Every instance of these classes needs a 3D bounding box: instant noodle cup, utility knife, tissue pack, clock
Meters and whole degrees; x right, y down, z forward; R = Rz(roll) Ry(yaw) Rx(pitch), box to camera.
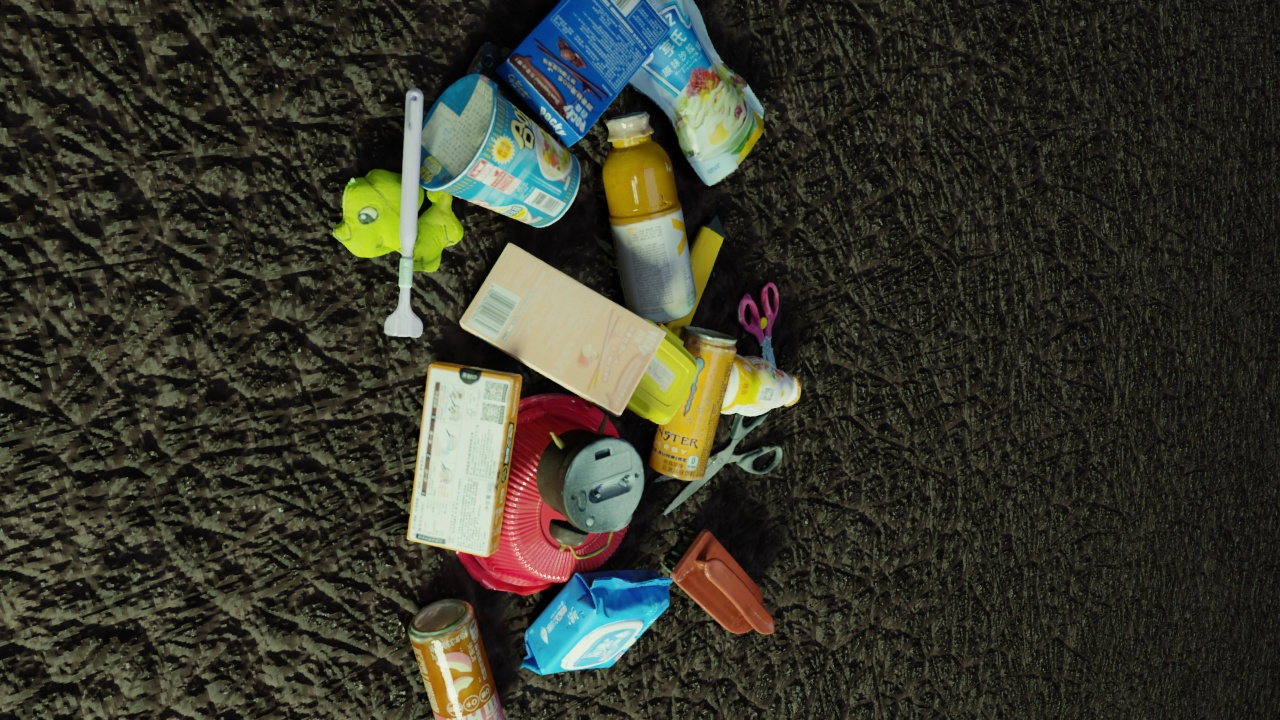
[{"bbox_3d":[-0.075,0.129,0.835,0.193,0.066,0.194,-9,105,-35],"label":"instant noodle cup"},{"bbox_3d":[0.041,-0.056,0.917,0.033,0.015,0.193,26,84,-37],"label":"utility knife"},{"bbox_3d":[-0.043,0.245,0.849,0.094,0.052,0.158,5,136,-37],"label":"tissue pack"},{"bbox_3d":[-0.109,-0.160,0.740,0.109,0.099,0.099,25,83,-45],"label":"instant noodle cup"},{"bbox_3d":[-0.043,0.112,0.780,0.081,0.055,0.122,-15,108,-35],"label":"clock"}]

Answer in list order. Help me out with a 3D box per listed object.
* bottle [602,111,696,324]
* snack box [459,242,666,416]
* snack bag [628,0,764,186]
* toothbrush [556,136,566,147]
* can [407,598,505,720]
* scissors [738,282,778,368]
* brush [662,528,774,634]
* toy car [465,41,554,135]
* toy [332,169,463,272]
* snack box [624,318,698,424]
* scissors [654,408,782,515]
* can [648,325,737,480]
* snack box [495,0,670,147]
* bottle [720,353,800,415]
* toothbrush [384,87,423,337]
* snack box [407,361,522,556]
[{"bbox_3d":[0.005,-0.130,0.843,0.067,0.068,0.190,-23,112,-32],"label":"bottle"},{"bbox_3d":[-0.065,-0.026,0.783,0.157,0.026,0.084,30,78,0],"label":"snack box"},{"bbox_3d":[0.043,-0.268,0.866,0.110,0.039,0.191,-49,120,-13],"label":"snack bag"},{"bbox_3d":[-0.063,-0.221,0.809,0.017,0.014,0.189,3,98,-50],"label":"toothbrush"},{"bbox_3d":[-0.158,0.285,0.806,0.057,0.058,0.147,-23,112,-32],"label":"can"},{"bbox_3d":[0.143,-0.023,1.003,0.077,0.017,0.138,-44,126,-33],"label":"scissors"},{"bbox_3d":[0.091,0.245,0.978,0.063,0.069,0.146,-51,124,-17],"label":"brush"},{"bbox_3d":[-0.103,-0.223,0.764,0.090,0.035,0.042,31,81,-35],"label":"toy car"},{"bbox_3d":[-0.190,-0.112,0.723,0.096,0.031,0.100,-56,128,-21],"label":"toy"},{"bbox_3d":[-0.005,0.005,0.853,0.091,0.080,0.082,38,76,-35],"label":"snack box"},{"bbox_3d":[0.090,0.103,0.989,0.159,0.014,0.170,25,85,-35],"label":"scissors"},{"bbox_3d":[0.052,0.043,0.907,0.058,0.058,0.146,6,101,-38],"label":"can"},{"bbox_3d":[-0.044,-0.260,0.764,0.084,0.026,0.156,44,60,-20],"label":"snack box"},{"bbox_3d":[0.119,0.027,0.961,0.108,0.063,0.063,7,94,-37],"label":"bottle"},{"bbox_3d":[-0.176,-0.113,0.701,0.029,0.021,0.189,3,92,-12],"label":"toothbrush"},{"bbox_3d":[-0.147,0.082,0.767,0.026,0.075,0.154,-10,109,-77],"label":"snack box"}]
